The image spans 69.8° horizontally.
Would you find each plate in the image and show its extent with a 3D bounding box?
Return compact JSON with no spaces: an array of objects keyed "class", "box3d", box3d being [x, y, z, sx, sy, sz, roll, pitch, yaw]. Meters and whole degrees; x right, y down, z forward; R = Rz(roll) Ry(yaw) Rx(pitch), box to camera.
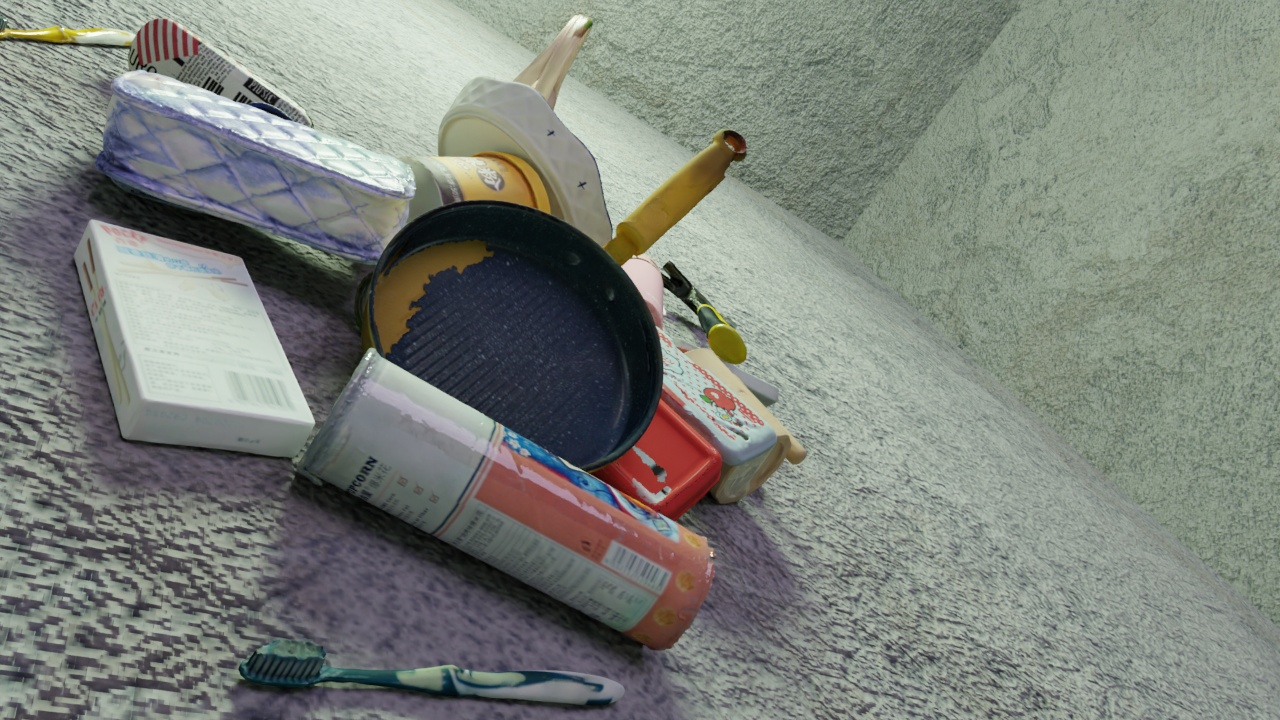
[{"class":"plate","box3d":[-0.116,-0.162,0.865,0.205,0.205,0.045,40,58,14]}]

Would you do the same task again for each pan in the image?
[{"class":"pan","box3d":[-0.029,-0.063,0.626,0.197,0.078,0.356,45,49,-2]}]

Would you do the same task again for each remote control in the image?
[{"class":"remote control","box3d":[0.073,0.017,0.923,0.135,0.056,0.019,26,60,-26]}]

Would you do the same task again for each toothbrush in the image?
[{"class":"toothbrush","box3d":[-0.077,0.137,0.398,0.191,0.018,0.016,20,23,-39]},{"class":"toothbrush","box3d":[-0.458,-0.263,0.730,0.016,0.018,0.191,35,17,-6]}]

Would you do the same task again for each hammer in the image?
[{"class":"hammer","box3d":[0.073,-0.048,1.014,0.126,0.032,0.323,43,7,-9]}]

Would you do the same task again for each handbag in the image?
[{"class":"handbag","box3d":[-0.255,-0.127,0.622,0.193,0.076,0.134,19,16,-21]},{"class":"handbag","box3d":[-0.127,-0.294,1.059,0.093,0.234,0.193,30,18,-10]}]

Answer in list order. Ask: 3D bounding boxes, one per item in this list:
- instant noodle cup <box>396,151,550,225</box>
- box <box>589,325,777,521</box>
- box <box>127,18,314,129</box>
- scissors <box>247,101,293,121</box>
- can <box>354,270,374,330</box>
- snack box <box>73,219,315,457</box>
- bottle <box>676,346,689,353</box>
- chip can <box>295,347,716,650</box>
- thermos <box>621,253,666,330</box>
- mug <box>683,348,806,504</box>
[{"class":"instant noodle cup","box3d":[-0.156,-0.118,0.765,0.118,0.119,0.114,43,27,23]},{"class":"box","box3d":[-0.008,0.019,0.677,0.201,0.058,0.160,42,46,20]},{"class":"box","box3d":[-0.340,-0.214,0.748,0.164,0.069,0.052,37,27,-2]},{"class":"scissors","box3d":[-0.257,-0.130,0.736,0.172,0.012,0.132,59,45,-26]},{"class":"can","box3d":[-0.142,-0.042,0.673,0.058,0.058,0.146,39,18,12]},{"class":"snack box","box3d":[-0.235,-0.013,0.480,0.084,0.027,0.156,15,27,-47]},{"class":"bottle","box3d":[-0.005,0.005,0.805,0.174,0.057,0.057,17,25,-44]},{"class":"chip can","box3d":[-0.065,0.077,0.485,0.214,0.071,0.071,31,18,-14]},{"class":"thermos","box3d":[-0.003,-0.057,0.968,0.087,0.067,0.198,54,12,-15]},{"class":"mug","box3d":[0.074,0.054,0.772,0.124,0.084,0.103,-1,41,-49]}]
